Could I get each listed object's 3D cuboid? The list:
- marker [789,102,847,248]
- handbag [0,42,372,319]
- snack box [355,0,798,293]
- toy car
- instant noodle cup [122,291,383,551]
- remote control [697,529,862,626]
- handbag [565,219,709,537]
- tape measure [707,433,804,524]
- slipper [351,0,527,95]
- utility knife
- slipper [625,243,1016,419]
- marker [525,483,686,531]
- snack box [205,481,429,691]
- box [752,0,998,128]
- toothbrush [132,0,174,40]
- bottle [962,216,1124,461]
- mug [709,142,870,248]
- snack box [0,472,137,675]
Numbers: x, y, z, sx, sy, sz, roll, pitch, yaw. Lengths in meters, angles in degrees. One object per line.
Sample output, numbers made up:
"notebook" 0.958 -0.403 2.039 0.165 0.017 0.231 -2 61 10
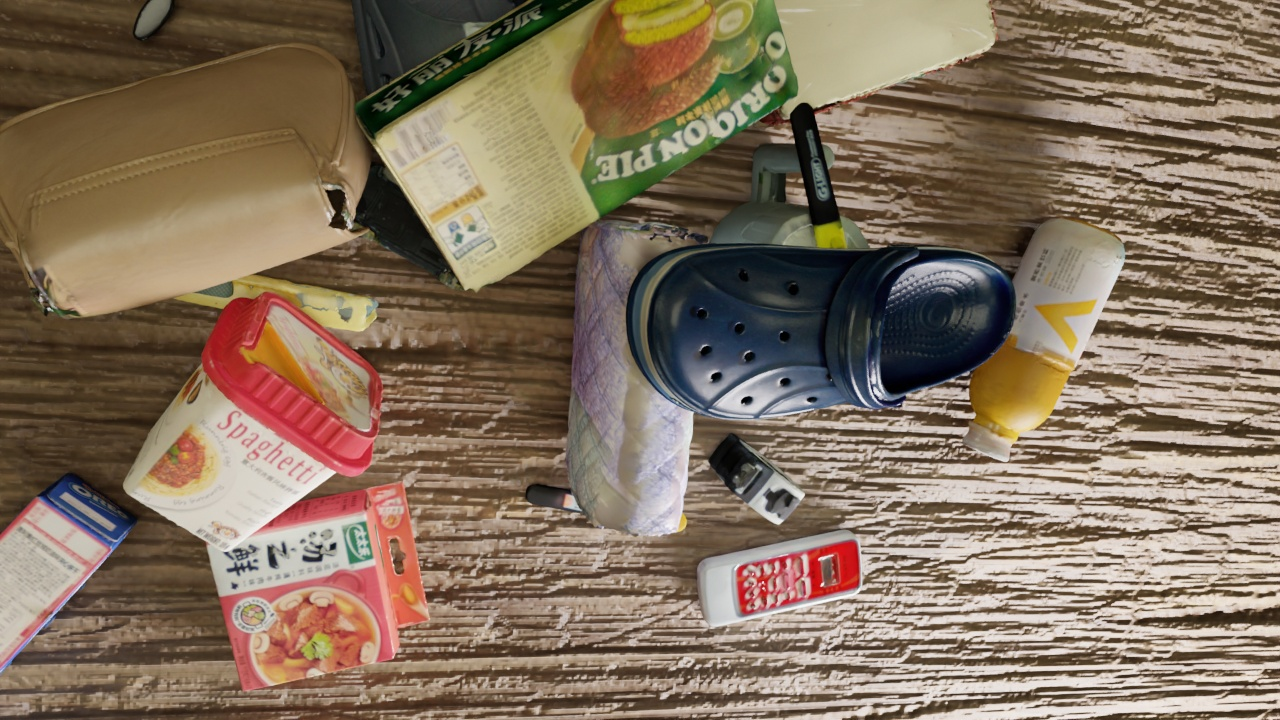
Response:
"marker" 0.113 -0.097 0.565 0.018 0.015 0.124 -21 106 -14
"handbag" -0.254 -0.099 0.525 0.204 0.147 0.100 -18 142 -8
"snack box" -0.031 -0.152 0.534 0.240 0.063 0.114 -33 131 -6
"toy car" -0.145 -0.087 0.606 0.105 0.031 0.049 30 88 -18
"instant noodle cup" -0.240 0.042 0.570 0.124 0.116 0.116 -42 118 10
"remote control" 0.112 0.173 0.729 0.136 0.020 0.056 -9 104 -12
"handbag" -0.004 0.003 0.606 0.075 0.134 0.194 2 102 -14
"tape measure" 0.088 0.090 0.681 0.066 0.065 0.033 38 95 -16
"slipper" -0.116 -0.210 0.551 0.110 0.083 0.268 -19 102 -23
"utility knife" -0.250 -0.045 0.601 0.151 0.018 0.031 9 105 -20
"slipper" 0.117 -0.014 0.528 0.252 0.095 0.105 -5 105 -21
"marker" -0.025 0.110 0.686 0.123 0.015 0.018 13 97 -13
"snack box" -0.218 0.154 0.633 0.127 0.044 0.113 -10 104 -12
"box" 0.153 -0.222 0.624 0.168 0.079 0.091 -21 105 -8
"toothbrush" -0.248 -0.270 0.555 0.014 0.017 0.189 36 89 -29
"bottle" 0.305 -0.014 0.711 0.068 0.068 0.189 20 96 -17
"mug" 0.101 -0.086 0.628 0.083 0.103 0.124 -2 103 -13
"snack box" -0.416 0.167 0.582 0.058 0.057 0.207 43 90 -15
